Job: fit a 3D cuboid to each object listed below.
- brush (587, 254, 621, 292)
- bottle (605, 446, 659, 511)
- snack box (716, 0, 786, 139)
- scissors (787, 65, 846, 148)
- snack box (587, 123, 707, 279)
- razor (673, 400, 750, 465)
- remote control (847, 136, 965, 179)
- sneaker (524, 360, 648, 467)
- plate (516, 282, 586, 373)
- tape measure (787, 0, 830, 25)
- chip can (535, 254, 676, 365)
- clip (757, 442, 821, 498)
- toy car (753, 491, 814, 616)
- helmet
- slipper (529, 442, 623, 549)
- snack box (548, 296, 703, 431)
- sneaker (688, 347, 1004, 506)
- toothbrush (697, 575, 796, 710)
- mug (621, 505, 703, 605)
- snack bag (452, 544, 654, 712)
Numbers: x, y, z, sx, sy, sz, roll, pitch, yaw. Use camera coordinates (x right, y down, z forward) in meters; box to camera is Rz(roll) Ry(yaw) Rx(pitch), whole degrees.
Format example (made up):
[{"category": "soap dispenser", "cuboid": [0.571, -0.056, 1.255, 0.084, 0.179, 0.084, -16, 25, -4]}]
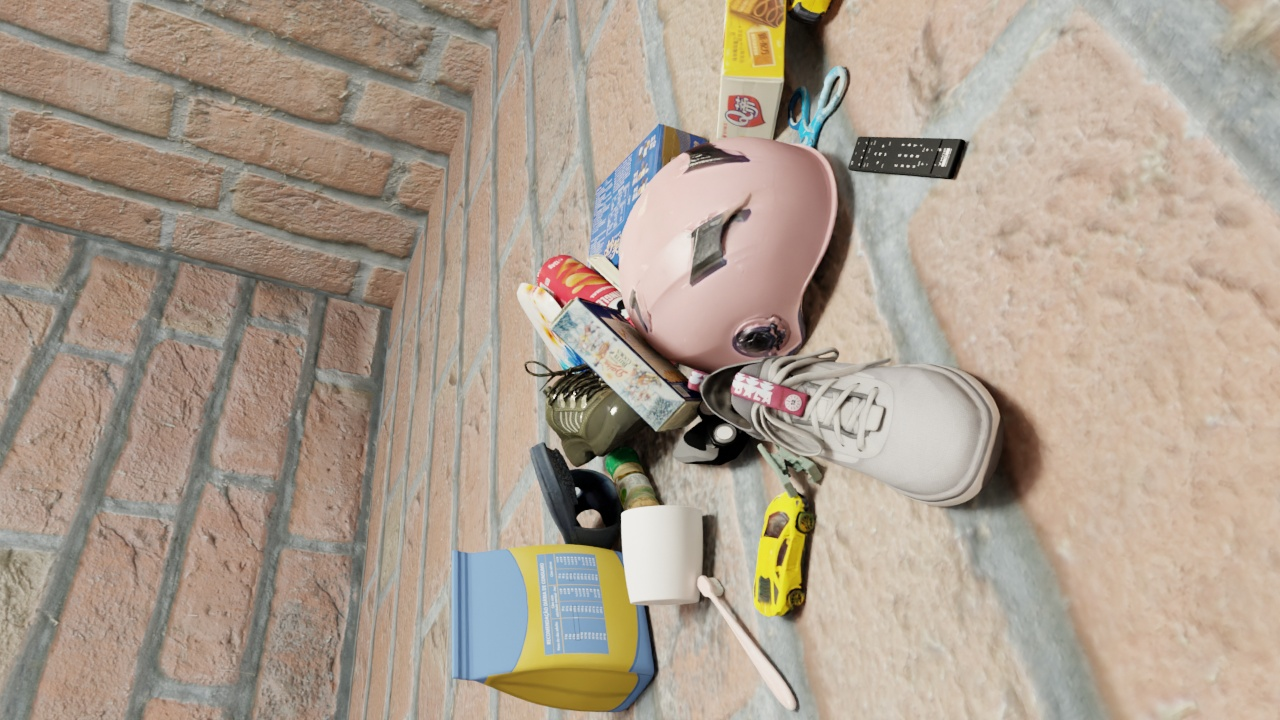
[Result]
[{"category": "brush", "cuboid": [-0.016, -0.085, 1.081, 0.217, 0.033, 0.012, -133, 33, -53]}, {"category": "bottle", "cuboid": [-0.009, 0.146, 1.057, 0.043, 0.043, 0.111, -67, 25, 22]}, {"category": "snack box", "cuboid": [0.119, -0.358, 0.965, 0.110, 0.062, 0.230, 86, -171, -70]}, {"category": "scissors", "cuboid": [0.161, -0.221, 0.909, 0.114, 0.013, 0.140, -141, 64, -65]}, {"category": "snack box", "cuboid": [0.003, -0.184, 1.179, 0.203, 0.069, 0.154, 150, 129, -61]}, {"category": "razor", "cuboid": [0.068, 0.078, 0.901, 0.057, 0.060, 0.156, -39, -9, -22]}, {"category": "remote control", "cuboid": [0.214, -0.167, 0.751, 0.140, 0.009, 0.030, 35, 110, 66]}, {"category": "sneaker", "cuboid": [-0.060, 0.038, 1.096, 0.143, 0.100, 0.238, 57, 155, 0]}, {"category": "plate", "cuboid": [-0.104, -0.020, 1.230, 0.016, 0.187, 0.187, -36, 19, -13]}, {"category": "tape measure", "cuboid": [0.175, -0.370, 0.921, 0.065, 0.037, 0.064, -124, 52, -79]}, {"category": "chip can", "cuboid": [-0.043, -0.060, 1.123, 0.233, 0.073, 0.073, 37, 113, 46]}, {"category": "clip", "cuboid": [0.131, 0.084, 0.788, 0.049, 0.023, 0.078, -28, 25, 8]}, {"category": "toy car", "cuboid": [0.117, 0.160, 0.768, 0.049, 0.030, 0.106, 164, 119, -66]}, {"category": "helmet", "cuboid": [0.069, -0.110, 0.885, 0.256, 0.152, 0.229, -37, 43, 53]}, {"category": "slipper", "cuboid": [-0.062, 0.170, 1.065, 0.264, 0.082, 0.101, 77, 172, -56]}, {"category": "snack box", "cuboid": [-0.005, 0.005, 0.901, 0.043, 0.145, 0.144, -48, -12, 8]}, {"category": "sneaker", "cuboid": [0.138, 0.036, 0.661, 0.263, 0.128, 0.096, 13, 90, 66]}, {"category": "toothbrush", "cuboid": [0.092, 0.242, 0.801, 0.181, 0.018, 0.016, 47, 121, 61]}, {"category": "mug", "cuboid": [0.024, 0.199, 0.921, 0.114, 0.081, 0.087, 74, -167, -70]}, {"category": "snack bag", "cuboid": [-0.102, 0.280, 0.983, 0.102, 0.205, 0.158, -60, 28, 34]}]
